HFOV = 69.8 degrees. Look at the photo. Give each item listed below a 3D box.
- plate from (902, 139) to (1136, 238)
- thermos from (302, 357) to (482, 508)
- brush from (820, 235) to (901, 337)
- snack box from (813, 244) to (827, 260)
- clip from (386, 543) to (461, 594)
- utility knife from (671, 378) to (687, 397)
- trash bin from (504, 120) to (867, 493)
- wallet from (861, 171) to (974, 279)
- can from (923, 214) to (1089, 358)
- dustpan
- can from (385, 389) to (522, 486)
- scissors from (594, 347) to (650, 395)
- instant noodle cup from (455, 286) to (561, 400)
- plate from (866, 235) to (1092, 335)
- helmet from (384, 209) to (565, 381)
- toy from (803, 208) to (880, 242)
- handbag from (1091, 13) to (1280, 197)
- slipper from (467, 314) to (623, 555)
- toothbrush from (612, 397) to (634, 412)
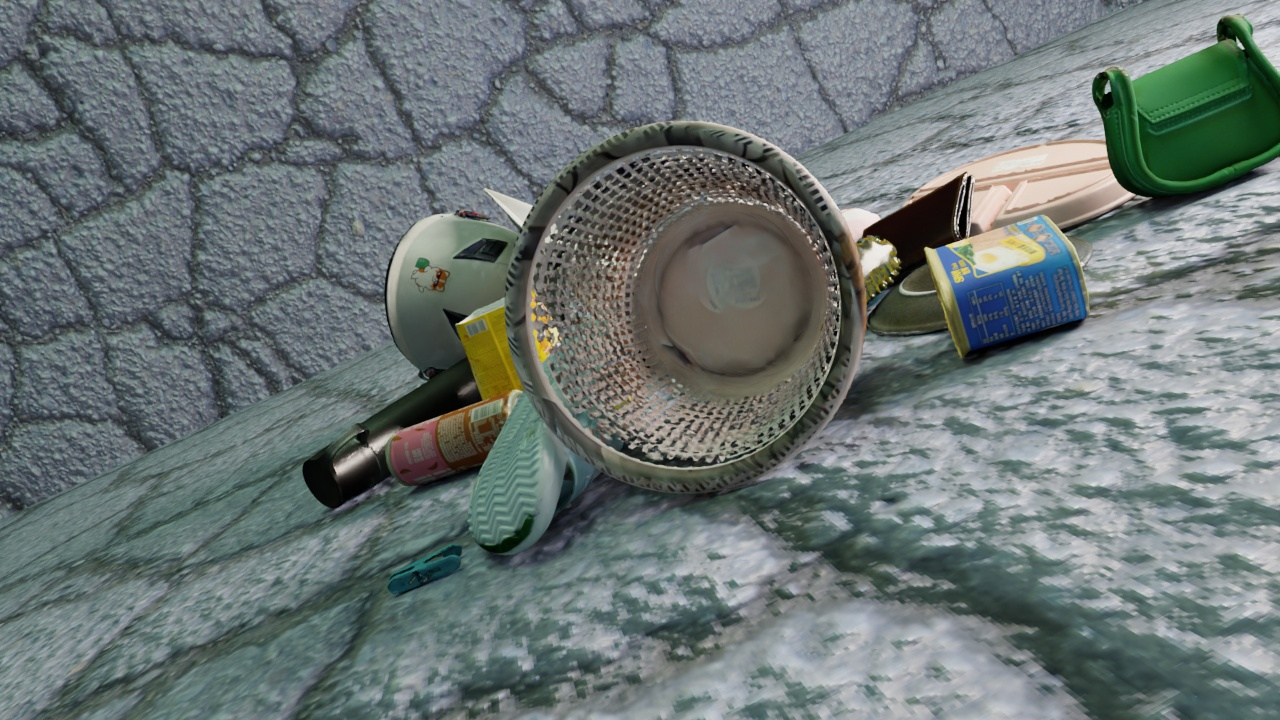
[{"bbox_3d":[0.361,-0.166,0.884,0.230,0.028,0.229,-19,20,7],"label":"plate"},{"bbox_3d":[-0.256,0.070,1.020,0.241,0.068,0.090,-38,-17,-48],"label":"thermos"},{"bbox_3d":[0.160,-0.050,0.785,0.143,0.055,0.074,-38,-11,-25],"label":"brush"},{"bbox_3d":[0.146,-0.075,0.885,0.080,0.082,0.091,-12,11,-7],"label":"snack box"},{"bbox_3d":[-0.150,0.146,0.637,0.055,0.013,0.038,-26,11,-5],"label":"clip"},{"bbox_3d":[0.114,-0.032,0.825,0.216,0.034,0.018,-34,9,-9],"label":"utility knife"},{"bbox_3d":[0.046,-0.039,0.642,0.228,0.227,0.191,-20,0,18],"label":"trash bin"},{"bbox_3d":[0.249,-0.116,0.847,0.123,0.020,0.096,-29,29,46],"label":"wallet"},{"bbox_3d":[0.243,-0.052,0.615,0.083,0.057,0.101,-17,20,18],"label":"can"},{"bbox_3d":[-0.031,-0.129,1.104,0.142,0.258,0.222,-40,34,-2],"label":"dustpan"},{"bbox_3d":[-0.168,0.075,0.872,0.147,0.058,0.057,-19,13,22],"label":"can"},{"bbox_3d":[-0.006,0.002,0.905,0.202,0.015,0.205,-17,-18,-41],"label":"scissors"},{"bbox_3d":[-0.129,-0.004,0.981,0.116,0.124,0.116,-22,12,14],"label":"instant noodle cup"},{"bbox_3d":[0.265,-0.069,0.736,0.179,0.024,0.179,-23,11,5],"label":"plate"},{"bbox_3d":[-0.188,-0.072,1.187,0.157,0.230,0.274,6,-10,20],"label":"helmet"},{"bbox_3d":[0.200,-0.126,1.057,0.159,0.054,0.121,-32,11,2],"label":"toy"},{"bbox_3d":[0.438,-0.197,0.731,0.131,0.120,0.068,-24,6,10],"label":"handbag"},{"bbox_3d":[-0.057,0.055,0.683,0.104,0.074,0.244,-43,17,33],"label":"slipper"},{"bbox_3d":[-0.085,0.059,0.879,0.191,0.016,0.015,-17,14,32],"label":"toothbrush"}]
